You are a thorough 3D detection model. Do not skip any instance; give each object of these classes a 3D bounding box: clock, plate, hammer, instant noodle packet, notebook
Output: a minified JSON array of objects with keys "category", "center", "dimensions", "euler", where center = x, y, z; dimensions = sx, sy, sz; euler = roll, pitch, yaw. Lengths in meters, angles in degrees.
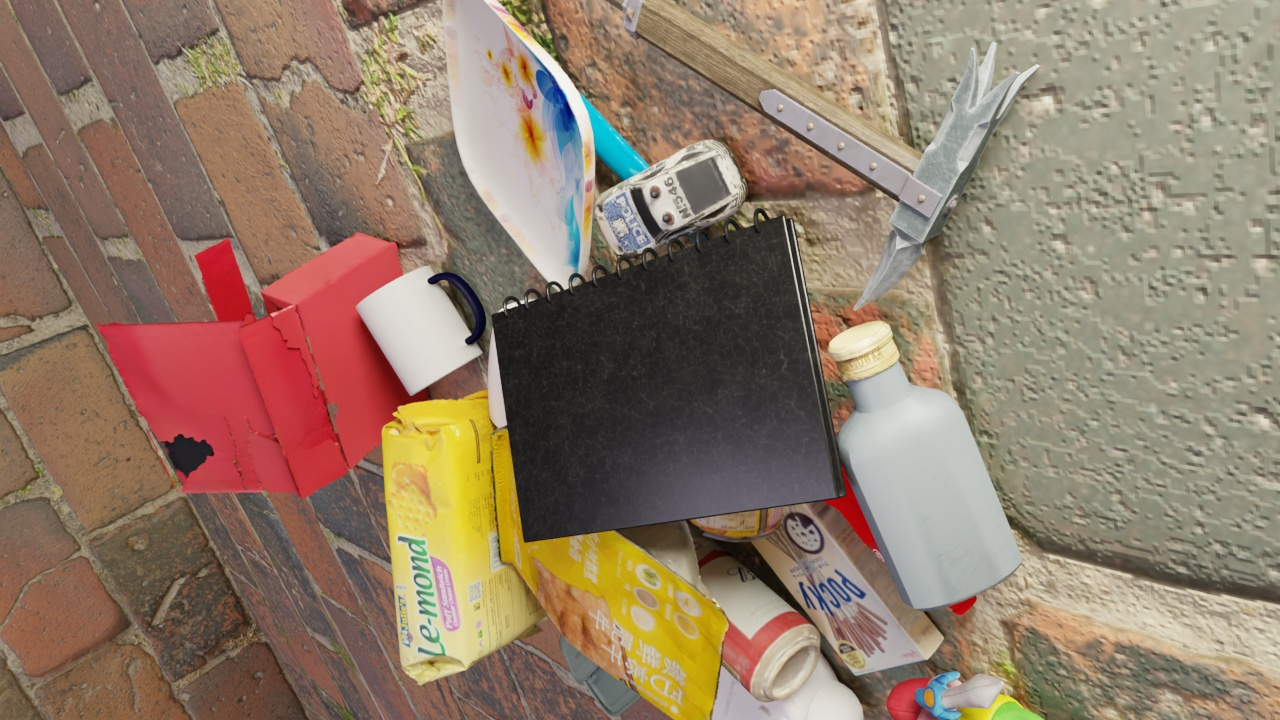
[{"category":"clock","center":[0.098,0.274,0.749],"dimensions":[0.161,0.072,0.126],"euler":[33,139,29]},{"category":"plate","center":[-0.083,-0.152,0.635],"dimensions":[0.187,0.016,0.187],"euler":[51,154,27]},{"category":"hammer","center":[0.037,-0.163,0.501],"dimensions":[0.317,0.028,0.147],"euler":[40,134,24]},{"category":"instant noodle packet","center":[-0.015,0.155,0.671],"dimensions":[0.221,0.084,0.163],"euler":[42,142,35]},{"category":"notebook","center":[0.003,0.017,0.573],"dimensions":[0.232,0.019,0.169],"euler":[-15,80,34]}]

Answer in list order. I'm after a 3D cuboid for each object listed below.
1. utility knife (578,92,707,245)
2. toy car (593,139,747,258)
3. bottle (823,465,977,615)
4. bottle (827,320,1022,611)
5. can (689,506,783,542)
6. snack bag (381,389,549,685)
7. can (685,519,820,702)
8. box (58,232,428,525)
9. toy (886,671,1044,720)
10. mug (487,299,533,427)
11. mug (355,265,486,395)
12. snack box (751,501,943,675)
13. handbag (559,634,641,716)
[{"category":"utility knife","center":[-0.025,-0.145,0.608],"dimensions":[0.209,0.015,0.031],"euler":[49,147,10]},{"category":"toy car","center":[0.014,-0.096,0.568],"dimensions":[0.113,0.040,0.048],"euler":[-20,101,41]},{"category":"bottle","center":[0.160,0.110,0.575],"dimensions":[0.119,0.036,0.036],"euler":[46,144,13]},{"category":"bottle","center":[0.151,0.056,0.514],"dimensions":[0.046,0.072,0.161],"euler":[-103,-13,-78]},{"category":"can","center":[0.063,0.057,0.600],"dimensions":[0.068,0.067,0.105],"euler":[18,113,42]},{"category":"snack bag","center":[-0.139,0.142,0.794],"dimensions":[0.068,0.159,0.247],"euler":[1,97,34]},{"category":"can","center":[0.060,0.185,0.709],"dimensions":[0.170,0.067,0.067],"euler":[36,141,43]},{"category":"box","center":[-0.352,0.027,0.881],"dimensions":[0.124,0.314,0.211],"euler":[40,144,40]},{"category":"toy","center":[0.228,0.239,0.581],"dimensions":[0.124,0.096,0.131],"euler":[65,163,-2]},{"category":"mug","center":[-0.088,-0.004,0.756],"dimensions":[0.114,0.081,0.088],"euler":[-117,25,-52]},{"category":"mug","center":[-0.194,-0.035,0.856],"dimensions":[0.112,0.078,0.097],"euler":[-28,95,27]},{"category":"snack box","center":[0.135,0.150,0.647],"dimensions":[0.150,0.026,0.082],"euler":[52,144,7]},{"category":"handbag","center":[-0.026,0.290,0.916],"dimensions":[0.106,0.067,0.122],"euler":[48,144,14]}]
